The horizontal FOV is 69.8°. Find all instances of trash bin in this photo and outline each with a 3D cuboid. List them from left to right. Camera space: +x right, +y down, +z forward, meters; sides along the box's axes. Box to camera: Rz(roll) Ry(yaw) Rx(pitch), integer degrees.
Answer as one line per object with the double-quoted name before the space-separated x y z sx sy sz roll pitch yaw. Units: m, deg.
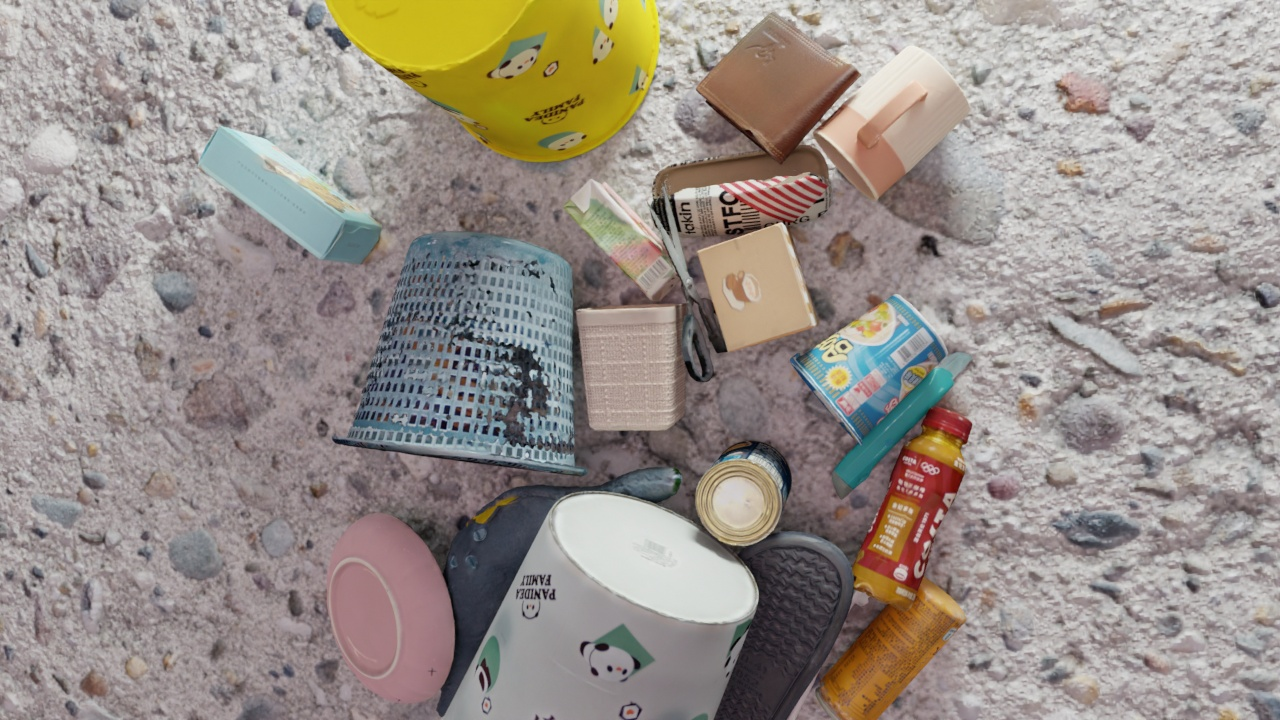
"trash bin" -0.147 -0.005 0.832 0.227 0.226 0.195 6 82 13
"trash bin" -0.121 -0.303 0.773 0.230 0.255 0.229 1 93 13
"trash bin" -0.034 0.264 0.767 0.229 0.229 0.252 26 106 11

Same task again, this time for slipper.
"slipper" 0.115 0.256 0.847 0.111 0.083 0.269 27 117 16

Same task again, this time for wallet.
"wallet" 0.120 -0.243 0.808 0.101 0.032 0.124 -46 53 11

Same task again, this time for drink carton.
"drink carton" -0.013 -0.114 0.861 0.045 0.053 0.122 -43 84 10

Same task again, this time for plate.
"plate" -0.259 0.249 0.908 0.193 0.039 0.192 6 100 39

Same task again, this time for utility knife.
"utility knife" 0.235 0.057 0.833 0.029 0.013 0.174 44 98 5

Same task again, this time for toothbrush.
"toothbrush" 0.171 0.285 0.861 0.016 0.016 0.180 27 98 5

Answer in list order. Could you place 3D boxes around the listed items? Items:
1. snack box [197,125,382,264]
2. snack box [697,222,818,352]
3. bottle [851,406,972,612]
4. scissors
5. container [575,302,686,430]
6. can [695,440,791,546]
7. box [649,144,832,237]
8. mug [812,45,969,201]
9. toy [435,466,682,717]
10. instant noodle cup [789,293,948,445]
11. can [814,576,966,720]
"snack box" -0.353 -0.166 0.929 0.175 0.074 0.052 36 101 9
"snack box" 0.106 -0.063 0.814 0.077 0.094 0.093 -17 89 14
"bottle" 0.239 0.127 0.800 0.057 0.057 0.174 23 83 11
"scissors" 0.043 -0.060 0.810 0.014 0.165 0.162 -4 70 33
"container" -0.005 0.005 0.850 0.090 0.090 0.111 -1 96 13
"can" 0.094 0.116 0.819 0.075 0.111 0.075 1 93 13
"box" 0.090 -0.157 0.837 0.163 0.076 0.086 -9 57 12
"mug" 0.211 -0.202 0.771 0.106 0.114 0.081 -43 83 10
"toy" -0.110 0.196 0.883 0.357 0.091 0.138 -45 85 15
"instant noodle cup" 0.202 0.002 0.800 0.110 0.099 0.099 -39 84 6
"can" 0.223 0.263 0.824 0.058 0.058 0.146 39 101 9
